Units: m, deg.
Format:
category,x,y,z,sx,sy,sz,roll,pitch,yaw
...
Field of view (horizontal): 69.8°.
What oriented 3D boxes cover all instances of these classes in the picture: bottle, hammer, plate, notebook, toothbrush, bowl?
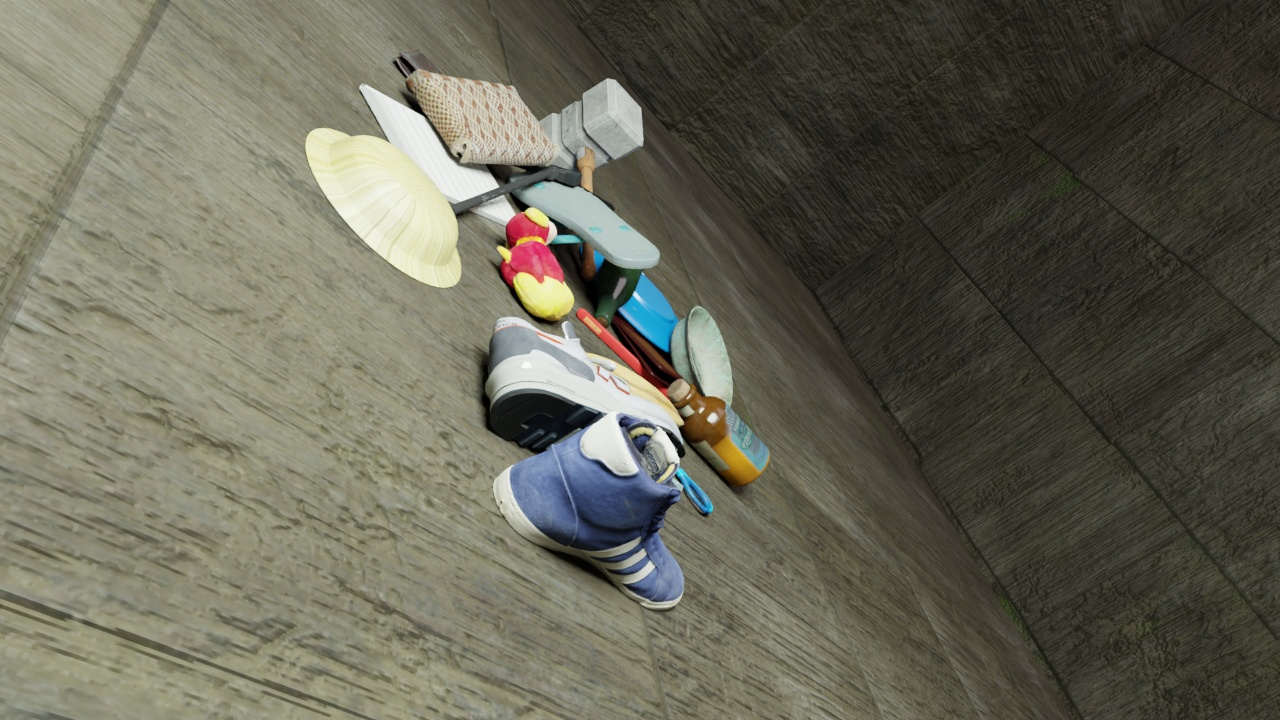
category,x,y,z,sx,sy,sz,roll,pitch,yaw
bottle,-0.034,-0.093,1.194,0.055,0.055,0.173,46,32,-21
hammer,-0.077,-0.238,1.304,0.083,0.163,0.317,37,39,-44
bottle,0.092,0.086,1.156,0.157,0.068,0.067,47,17,-20
plate,-0.220,-0.152,0.846,0.184,0.036,0.184,47,17,-19
hammer,-0.162,-0.206,1.085,0.095,0.015,0.324,18,22,8
notebook,-0.222,-0.227,1.054,0.142,0.009,0.209,58,17,18
toothbrush,-0.007,0.007,1.150,0.212,0.012,0.017,43,18,-29
bowl,0.083,0.003,1.293,0.157,0.039,0.157,45,37,-49
plate,0.001,-0.095,1.334,0.224,0.024,0.224,42,17,-17

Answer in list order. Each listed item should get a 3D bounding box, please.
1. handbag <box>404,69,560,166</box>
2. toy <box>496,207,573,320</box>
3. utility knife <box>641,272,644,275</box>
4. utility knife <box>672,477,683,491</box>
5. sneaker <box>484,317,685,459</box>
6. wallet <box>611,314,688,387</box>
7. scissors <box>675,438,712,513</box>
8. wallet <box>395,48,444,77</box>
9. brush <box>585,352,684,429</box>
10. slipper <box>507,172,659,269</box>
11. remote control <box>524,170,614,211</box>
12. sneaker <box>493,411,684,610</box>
category,x,y,z,sx,sy,sz,roll,pitch,yaw
handbag,-0.193,-0.293,1.131,0.124,0.047,0.185,56,31,12
toy,-0.119,-0.105,1.005,0.105,0.067,0.137,26,43,-53
utility knife,-0.040,-0.185,1.469,0.022,0.015,0.166,-24,74,-40
utility knife,-0.023,0.081,0.936,0.221,0.015,0.031,42,37,-35
sneaker,-0.053,0.026,0.838,0.239,0.089,0.124,28,32,-50
wallet,0.010,-0.011,1.201,0.115,0.018,0.091,52,11,32
scissors,0.041,0.119,1.046,0.139,0.011,0.134,52,16,3
wallet,-0.259,-0.352,1.187,0.120,0.031,0.099,47,14,-14
brush,-0.020,0.041,0.975,0.195,0.043,0.059,30,27,-47
slipper,-0.073,-0.170,1.169,0.098,0.055,0.269,-17,41,-39
remote control,-0.100,-0.229,1.252,0.150,0.034,0.013,35,-5,26
sneaker,0.004,0.116,0.746,0.233,0.119,0.091,39,21,-39
